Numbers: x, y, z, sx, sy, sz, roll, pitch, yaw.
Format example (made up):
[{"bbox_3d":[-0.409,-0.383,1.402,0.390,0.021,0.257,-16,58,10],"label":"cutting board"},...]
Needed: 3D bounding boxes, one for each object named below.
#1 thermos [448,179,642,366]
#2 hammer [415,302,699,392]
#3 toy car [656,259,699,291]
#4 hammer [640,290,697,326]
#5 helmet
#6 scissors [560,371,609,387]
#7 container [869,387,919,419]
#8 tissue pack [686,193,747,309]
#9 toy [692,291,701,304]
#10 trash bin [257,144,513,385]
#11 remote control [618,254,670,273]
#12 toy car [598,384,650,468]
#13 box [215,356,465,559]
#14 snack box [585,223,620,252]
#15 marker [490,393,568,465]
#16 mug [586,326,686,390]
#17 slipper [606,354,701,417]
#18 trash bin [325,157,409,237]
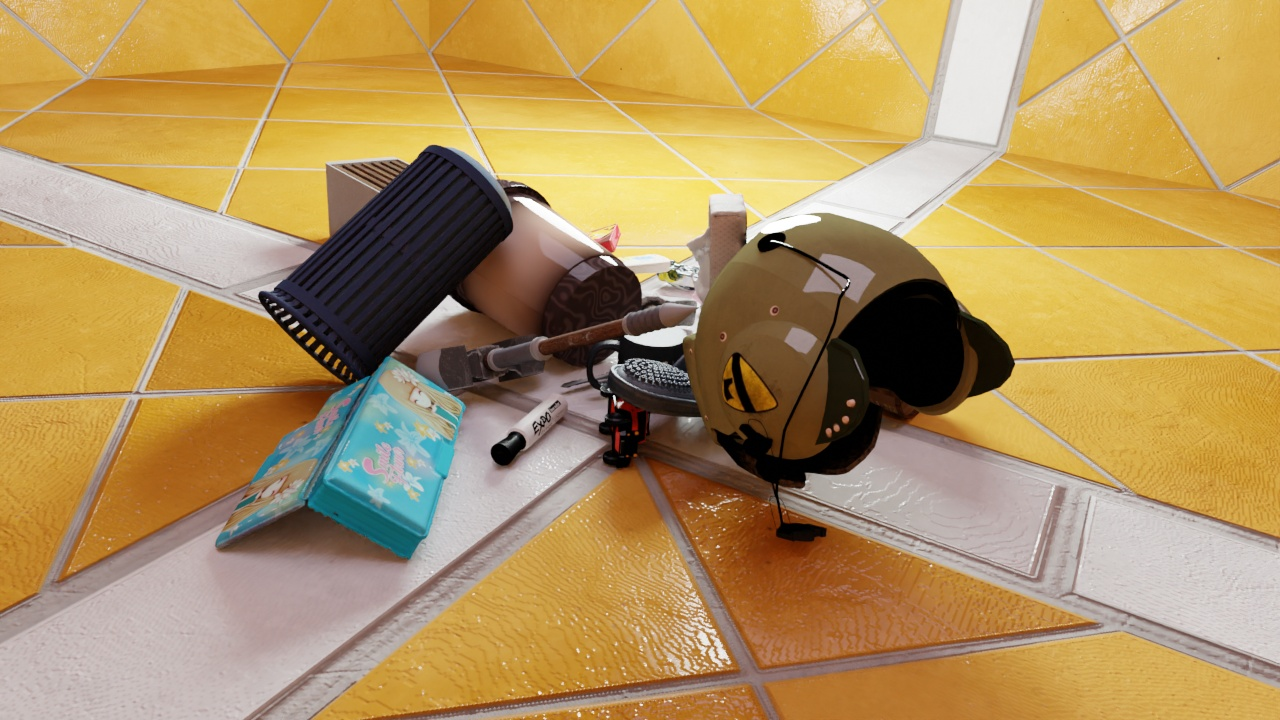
[{"bbox_3d":[-0.120,-0.101,1.099,0.172,0.173,0.226,-18,40,-41],"label":"thermos"},{"bbox_3d":[-0.069,-0.018,0.868,0.323,0.043,0.155,-12,-1,43],"label":"hammer"},{"bbox_3d":[0.074,-0.119,1.328,0.105,0.033,0.048,10,23,0],"label":"toy car"},{"bbox_3d":[-0.028,-0.116,1.293,0.121,0.049,0.318,0,23,-19],"label":"hammer"},{"bbox_3d":[0.152,0.008,0.774,0.249,0.256,0.233,-12,32,-34],"label":"helmet"},{"bbox_3d":[-0.013,0.016,1.036,0.090,0.014,0.171,17,24,25],"label":"scissors"},{"bbox_3d":[0.239,-0.018,1.042,0.167,0.132,0.131,15,26,33],"label":"container"},{"bbox_3d":[0.096,-0.108,1.133,0.071,0.181,0.103,-3,24,1],"label":"tissue pack"},{"bbox_3d":[0.118,-0.088,1.239,0.096,0.052,0.099,-4,-19,32],"label":"toy"},{"bbox_3d":[-0.254,-0.105,0.961,0.139,0.139,0.249,25,65,36],"label":"trash bin"},{"bbox_3d":[-0.014,-0.128,1.246,0.125,0.018,0.038,-9,27,-38],"label":"remote control"},{"bbox_3d":[-0.014,0.060,0.895,0.049,0.051,0.100,0,24,-7],"label":"toy car"},{"bbox_3d":[-0.247,0.074,0.793,0.172,0.084,0.226,4,25,-4],"label":"box"},{"bbox_3d":[-0.097,-0.161,1.339,0.133,0.021,0.089,-15,22,12],"label":"snack box"},{"bbox_3d":[-0.108,0.067,0.892,0.025,0.025,0.125,14,26,18],"label":"marker"},{"bbox_3d":[-0.006,0.006,0.983,0.105,0.077,0.071,0,25,-12],"label":"mug"},{"bbox_3d":[0.083,0.010,0.932,0.263,0.083,0.101,6,20,-40],"label":"slipper"},{"bbox_3d":[-0.357,-0.211,1.340,0.114,0.115,0.229,-15,32,-38],"label":"trash bin"}]
